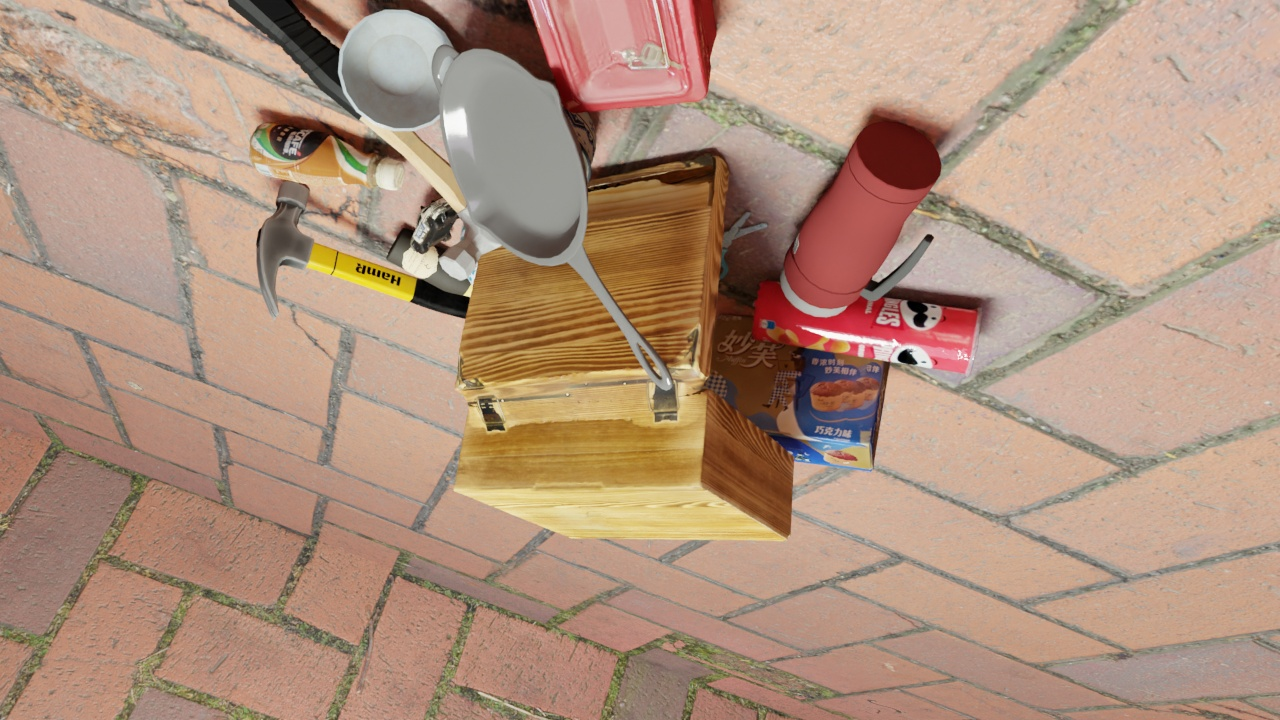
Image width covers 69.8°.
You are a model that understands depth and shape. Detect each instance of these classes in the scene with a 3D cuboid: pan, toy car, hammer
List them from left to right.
[{"bbox_3d":[-0.247,-0.232,0.883,0.328,0.131,0.039,44,157,-20],"label":"hammer"},{"bbox_3d":[-0.315,-0.094,1.150,0.324,0.169,0.034,19,154,-28],"label":"hammer"},{"bbox_3d":[-0.240,-0.161,1.066,0.040,0.048,0.113,54,146,1],"label":"toy car"},{"bbox_3d":[-0.071,-0.125,0.797,0.354,0.024,0.217,55,146,2],"label":"pan"}]

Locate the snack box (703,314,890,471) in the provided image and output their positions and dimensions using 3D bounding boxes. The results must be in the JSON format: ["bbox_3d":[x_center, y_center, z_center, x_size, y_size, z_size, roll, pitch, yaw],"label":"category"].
[{"bbox_3d":[0.174,0.034,1.056,0.203,0.154,0.069,6,148,20],"label":"snack box"}]

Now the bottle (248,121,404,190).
[{"bbox_3d":[-0.342,-0.218,1.007,0.167,0.059,0.059,13,151,8],"label":"bottle"}]

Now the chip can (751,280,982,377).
[{"bbox_3d":[0.238,-0.038,0.985,0.233,0.073,0.073,10,150,15],"label":"chip can"}]

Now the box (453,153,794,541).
[{"bbox_3d":[-0.012,-0.001,0.958,0.280,0.335,0.286,-4,159,29],"label":"box"}]

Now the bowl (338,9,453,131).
[{"bbox_3d":[-0.221,-0.267,0.840,0.106,0.039,0.106,-7,118,-14],"label":"bowl"}]

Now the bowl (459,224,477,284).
[{"bbox_3d":[-0.155,-0.104,1.085,0.144,0.074,0.144,14,151,8],"label":"bowl"}]

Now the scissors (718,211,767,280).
[{"bbox_3d":[0.073,-0.132,0.982,0.095,0.015,0.143,24,144,-11],"label":"scissors"}]

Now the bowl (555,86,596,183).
[{"bbox_3d":[-0.094,-0.215,0.874,0.115,0.059,0.116,14,151,8],"label":"bowl"}]

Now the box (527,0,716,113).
[{"bbox_3d":[-0.014,-0.281,0.698,0.130,0.097,0.158,4,145,15],"label":"box"}]

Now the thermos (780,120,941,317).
[{"bbox_3d":[0.206,-0.116,0.846,0.108,0.083,0.199,35,150,8],"label":"thermos"}]

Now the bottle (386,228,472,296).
[{"bbox_3d":[-0.227,-0.102,1.158,0.184,0.045,0.046,29,149,-19],"label":"bottle"}]
